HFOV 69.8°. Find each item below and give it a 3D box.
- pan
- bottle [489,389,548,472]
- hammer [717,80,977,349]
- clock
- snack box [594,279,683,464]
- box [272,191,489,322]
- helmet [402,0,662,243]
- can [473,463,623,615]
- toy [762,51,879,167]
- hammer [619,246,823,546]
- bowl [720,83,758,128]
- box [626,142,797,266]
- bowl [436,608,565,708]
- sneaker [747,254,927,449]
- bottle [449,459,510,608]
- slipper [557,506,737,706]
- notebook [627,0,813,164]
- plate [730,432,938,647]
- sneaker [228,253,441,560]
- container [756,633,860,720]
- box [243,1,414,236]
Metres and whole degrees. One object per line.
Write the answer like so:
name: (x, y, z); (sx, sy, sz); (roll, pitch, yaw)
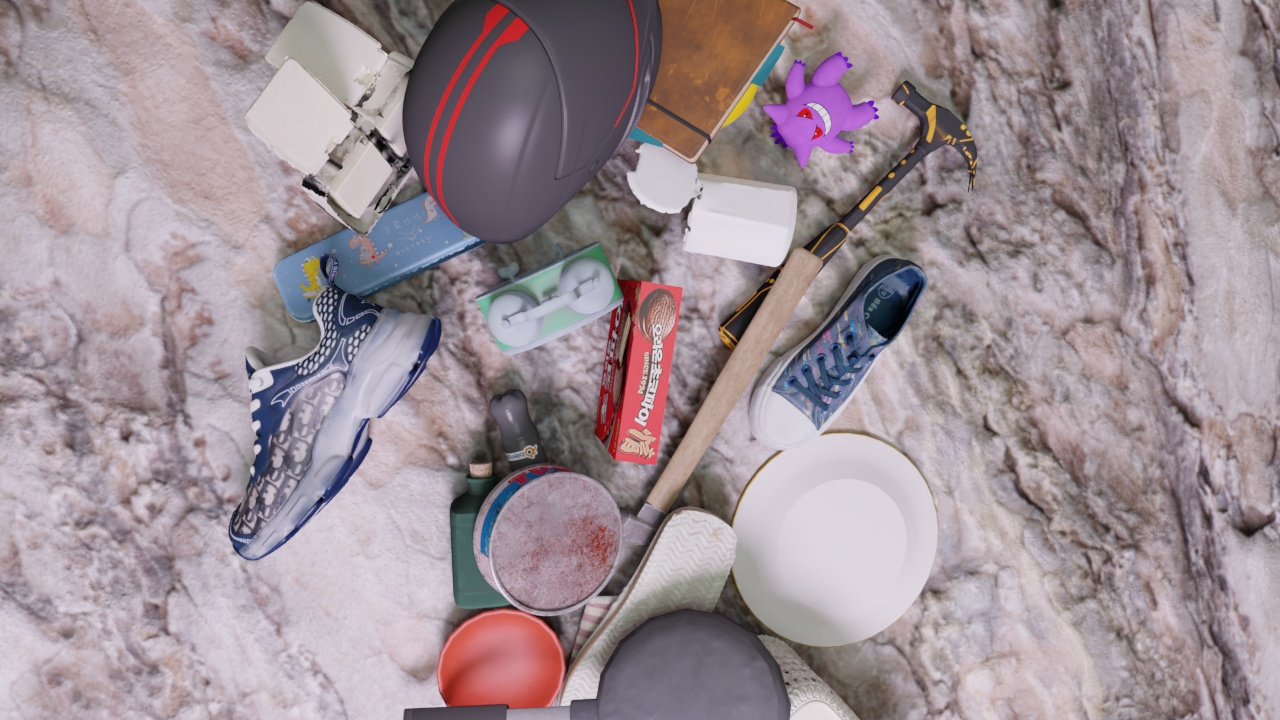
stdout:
pan: (-0.045, 0.317, 0.826); (0.357, 0.041, 0.178); (-6, 64, 8)
bottle: (-0.111, 0.082, 0.872); (0.036, 0.036, 0.110); (-20, 99, -8)
hammer: (0.200, -0.126, 0.903); (0.123, 0.036, 0.320); (45, 88, 1)
clock: (-0.080, -0.057, 0.797); (0.122, 0.161, 0.075); (-25, 100, -2)
snack box: (-0.005, 0.005, 0.834); (0.036, 0.133, 0.152); (8, 95, -11)
box: (-0.227, -0.102, 0.827); (0.209, 0.049, 0.066); (-26, 98, -7)
helmet: (-0.101, -0.209, 0.738); (0.164, 0.169, 0.265); (40, 127, 10)
can: (-0.082, 0.161, 0.831); (0.129, 0.044, 0.130); (-3, 96, -28)
toy: (0.168, -0.238, 0.880); (0.088, 0.056, 0.106); (-39, 111, -1)
hammer: (0.074, 0.040, 0.882); (0.119, 0.030, 0.331); (27, 99, -15)
bowl: (0.059, -0.273, 0.849); (0.117, 0.067, 0.117); (-1, 96, -10)
box: (0.066, -0.144, 0.843); (0.162, 0.112, 0.084); (9, 76, 1)
bowl: (-0.135, 0.295, 0.892); (0.122, 0.035, 0.122); (-1, 96, -10)
sneaker: (0.201, -0.004, 0.898); (0.087, 0.079, 0.235); (40, 88, -11)
bottle: (-0.147, 0.159, 0.861); (0.061, 0.061, 0.131); (-3, 96, -12)
slipper: (0.003, 0.258, 0.904); (0.115, 0.052, 0.263); (28, 96, -12)
notebook: (0.000, -0.287, 0.810); (0.249, 0.014, 0.178); (35, 89, 14)
plate: (0.205, 0.189, 0.948); (0.229, 0.021, 0.230); (-1, 96, -10)
sneaker: (-0.296, 0.044, 0.799); (0.132, 0.103, 0.269); (35, 96, -7)
container: (0.149, 0.405, 0.900); (0.184, 0.143, 0.246); (-43, 102, -17)
box: (-0.249, -0.205, 0.760); (0.095, 0.185, 0.145); (27, 78, 30)
